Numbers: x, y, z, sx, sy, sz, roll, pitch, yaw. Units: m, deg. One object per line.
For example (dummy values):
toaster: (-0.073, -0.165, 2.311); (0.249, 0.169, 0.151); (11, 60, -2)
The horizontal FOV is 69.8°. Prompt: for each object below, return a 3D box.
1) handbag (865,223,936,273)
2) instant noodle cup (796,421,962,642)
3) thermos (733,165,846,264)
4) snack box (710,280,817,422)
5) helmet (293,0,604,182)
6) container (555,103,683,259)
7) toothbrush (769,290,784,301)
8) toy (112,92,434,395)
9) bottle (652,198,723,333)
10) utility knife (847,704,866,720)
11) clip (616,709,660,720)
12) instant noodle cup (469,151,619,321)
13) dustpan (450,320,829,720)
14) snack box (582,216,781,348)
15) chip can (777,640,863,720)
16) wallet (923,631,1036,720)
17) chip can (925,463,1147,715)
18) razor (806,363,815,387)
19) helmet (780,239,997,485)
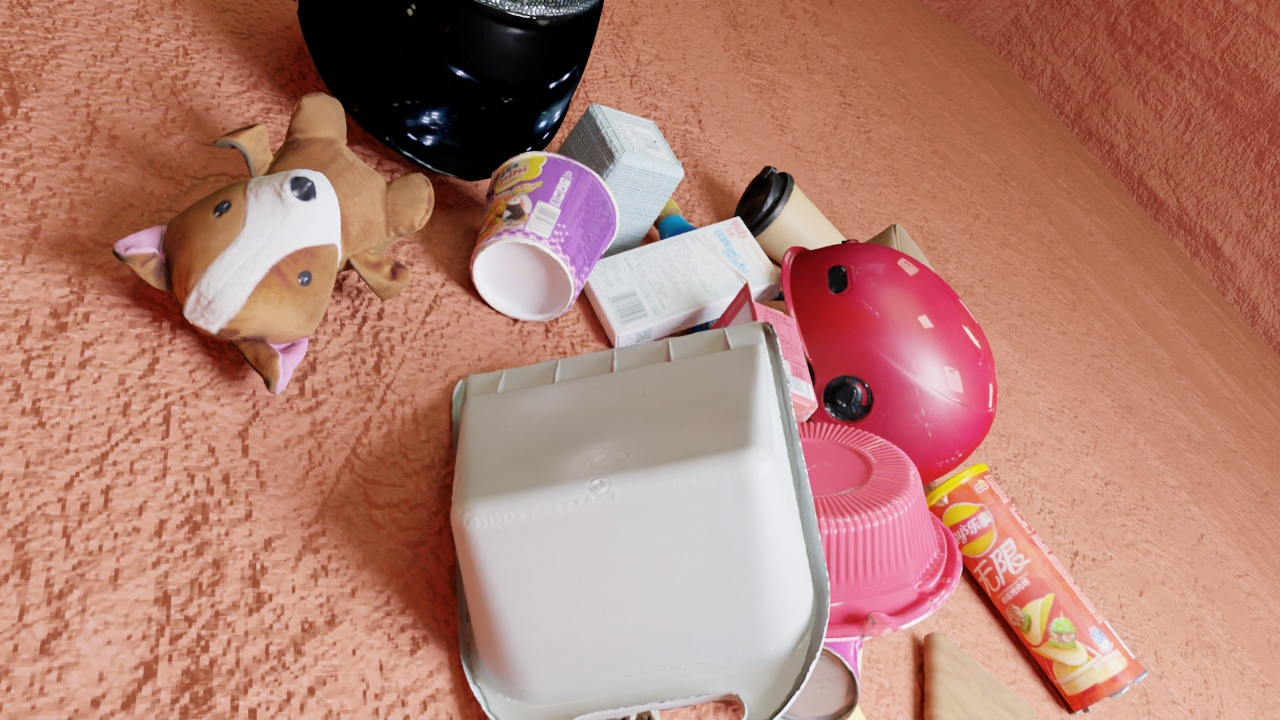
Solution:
handbag: (0.296, -0.056, 1.032); (0.148, 0.100, 0.204); (46, 30, -22)
instant noodle cup: (0.109, 0.095, 0.596); (0.194, 0.066, 0.193); (-3, 22, 1)
thermos: (0.173, -0.144, 1.031); (0.143, 0.093, 0.092); (34, 34, -20)
snack box: (0.081, 0.021, 0.727); (0.044, 0.113, 0.126); (20, 38, -21)
helmet: (-0.162, -0.282, 0.755); (0.233, 0.231, 0.275); (-4, 30, -36)
container: (-0.030, -0.163, 0.838); (0.089, 0.112, 0.090); (4, 48, -40)
toothbrush: (0.147, -0.064, 0.932); (0.189, 0.014, 0.016); (2, 46, -18)
toy: (-0.216, -0.080, 0.574); (0.140, 0.131, 0.199); (40, 43, -8)
bottle: (0.058, -0.070, 0.856); (0.065, 0.065, 0.218); (7, 45, -38)
utility knife: (0.142, 0.242, 0.615); (0.031, 0.020, 0.196); (5, 39, -36)
clip: (0.010, 0.188, 0.543); (0.092, 0.035, 0.103); (5, 51, -38)
instant noodle cup: (-0.081, -0.091, 0.723); (0.111, 0.112, 0.099); (29, 45, -14)
dustpan: (-0.005, 0.098, 0.537); (0.223, 0.143, 0.257); (-11, 18, 3)
snack box: (0.034, -0.068, 0.795); (0.156, 0.027, 0.084); (-19, 57, -14)
chip can: (0.123, 0.153, 0.632); (0.071, 0.072, 0.210); (38, 27, -2)
wallet: (0.257, 0.274, 0.688); (0.115, 0.020, 0.101); (36, 36, -9)
chip can: (0.340, 0.196, 0.806); (0.073, 0.073, 0.216); (-6, 54, -46)
razor: (0.145, 0.004, 0.839); (0.043, 0.028, 0.132); (68, 10, 26)
helmet: (0.229, -0.005, 0.806); (0.240, 0.144, 0.206); (65, 29, -18)
